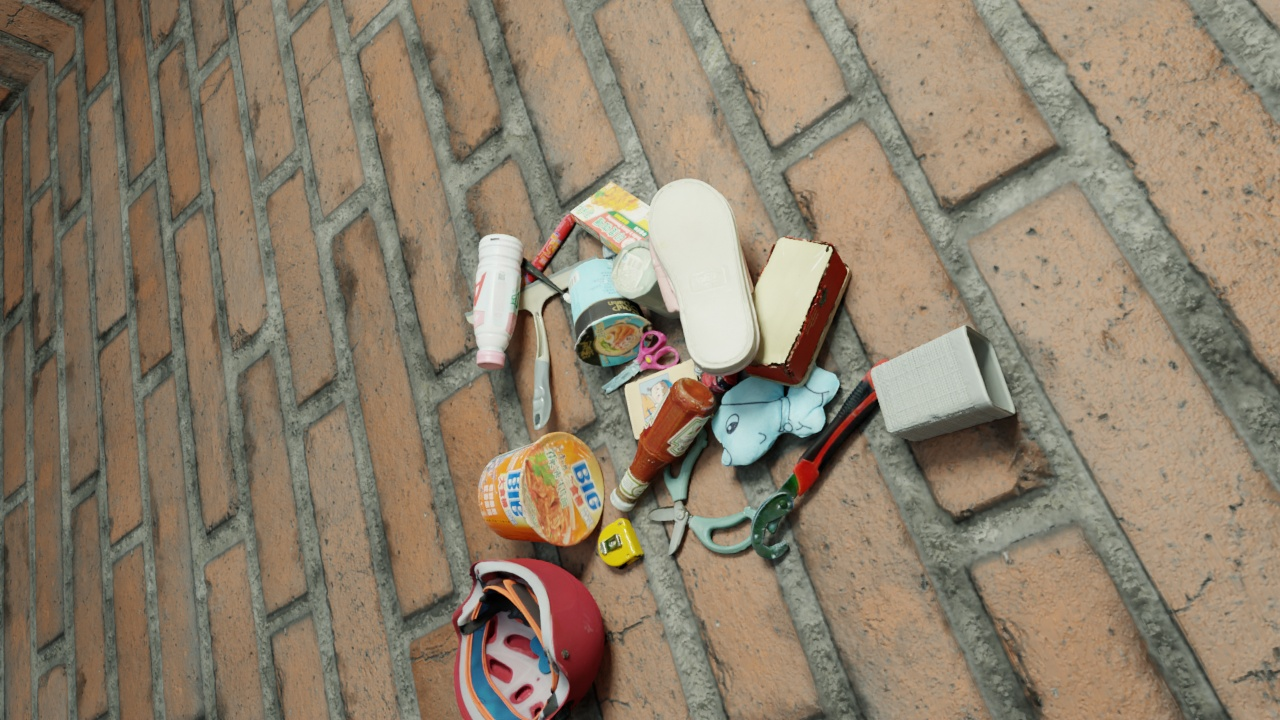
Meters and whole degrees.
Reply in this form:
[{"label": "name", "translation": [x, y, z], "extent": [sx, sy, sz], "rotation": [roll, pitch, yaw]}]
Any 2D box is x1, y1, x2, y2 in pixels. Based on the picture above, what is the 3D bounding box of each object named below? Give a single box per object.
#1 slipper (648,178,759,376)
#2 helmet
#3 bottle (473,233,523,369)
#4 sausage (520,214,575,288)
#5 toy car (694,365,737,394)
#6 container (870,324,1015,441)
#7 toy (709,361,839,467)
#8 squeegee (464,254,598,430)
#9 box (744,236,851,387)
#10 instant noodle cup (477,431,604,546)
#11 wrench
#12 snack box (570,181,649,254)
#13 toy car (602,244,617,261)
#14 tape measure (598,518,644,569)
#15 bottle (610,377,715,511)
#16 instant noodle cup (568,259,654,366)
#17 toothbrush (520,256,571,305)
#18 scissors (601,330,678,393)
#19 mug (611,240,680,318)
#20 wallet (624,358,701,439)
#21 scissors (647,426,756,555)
[{"label": "slipper", "translation": [0.077, -0.101, 1.095], "extent": [0.114, 0.054, 0.274], "rotation": [-20, 61, 9]}, {"label": "helmet", "translation": [-0.135, 0.371, 1.189], "extent": [0.207, 0.143, 0.240], "rotation": [31, 112, 37]}, {"label": "bottle", "translation": [-0.213, -0.086, 1.355], "extent": [0.068, 0.068, 0.196], "rotation": [-8, 70, 34]}, {"label": "sausage", "translation": [-0.143, -0.162, 1.398], "extent": [0.156, 0.020, 0.020], "rotation": [-53, 55, 14]}, {"label": "toy car", "translation": [0.097, -0.017, 1.170], "extent": [0.045, 0.052, 0.120], "rotation": [-13, 74, 31]}, {"label": "container", "translation": [0.319, 0.030, 0.978], "extent": [0.115, 0.090, 0.090], "rotation": [-25, 64, 32]}, {"label": "toy", "translation": [0.153, 0.061, 1.112], "extent": [0.156, 0.049, 0.161], "rotation": [13, 77, 39]}, {"label": "squeegee", "translation": [-0.147, -0.004, 1.341], "extent": [0.247, 0.039, 0.246], "rotation": [-22, 57, 23]}, {"label": "box", "translation": [0.172, -0.063, 1.087], "extent": [0.091, 0.079, 0.168], "rotation": [15, 74, 37]}, {"label": "instant noodle cup", "translation": [-0.140, 0.179, 1.239], "extent": [0.112, 0.151, 0.151], "rotation": [-15, 70, 41]}, {"label": "wrench", "translation": [0.210, 0.113, 1.063], "extent": [0.273, 0.056, 0.016], "rotation": [-57, 12, 8]}, {"label": "snack box", "translation": [-0.027, -0.194, 1.284], "extent": [0.077, 0.027, 0.156], "rotation": [-39, 45, -10]}, {"label": "toy car", "translation": [-0.013, -0.160, 1.296], "extent": [0.091, 0.034, 0.043], "rotation": [-12, 69, 32]}, {"label": "tape measure", "translation": [-0.030, 0.243, 1.211], "extent": [0.057, 0.029, 0.060], "rotation": [-37, 60, 24]}, {"label": "bottle", "translation": [0.022, 0.113, 1.166], "extent": [0.059, 0.059, 0.207], "rotation": [52, 124, 32]}, {"label": "instant noodle cup", "translation": [-0.048, -0.072, 1.262], "extent": [0.111, 0.111, 0.120], "rotation": [-35, 52, 24]}, {"label": "toothbrush", "translation": [-0.146, -0.123, 1.365], "extent": [0.181, 0.018, 0.016], "rotation": [38, 98, 41]}, {"label": "scissors", "translation": [-0.009, 0.007, 1.252], "extent": [0.136, 0.017, 0.063], "rotation": [-32, 100, 33]}, {"label": "mug", "translation": [0.034, -0.123, 1.208], "extent": [0.083, 0.103, 0.124], "rotation": [45, 106, 35]}, {"label": "wallet", "translation": [0.034, 0.054, 1.217], "extent": [0.115, 0.024, 0.087], "rotation": [-21, 62, 29]}, {"label": "scissors", "translation": [0.082, 0.165, 1.157], "extent": [0.174, 0.019, 0.170], "rotation": [-1, 79, 37]}]
